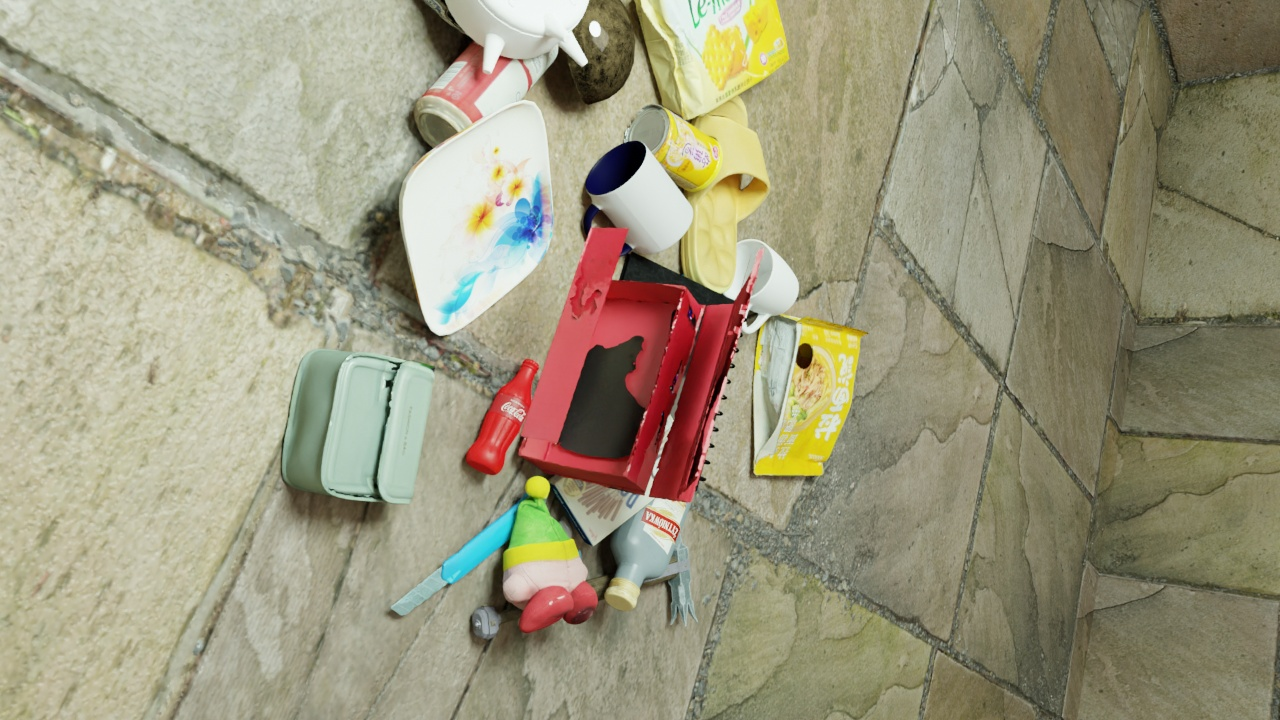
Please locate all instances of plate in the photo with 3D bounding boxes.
[{"bbox_3d":[-0.146,-0.130,0.833,0.186,0.016,0.187,-45,149,-37],"label":"plate"}]

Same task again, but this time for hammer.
[{"bbox_3d":[-0.053,0.244,0.992,0.316,0.028,0.147,-2,85,-48],"label":"hammer"}]

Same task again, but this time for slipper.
[{"bbox_3d":[0.107,-0.210,1.119,0.099,0.079,0.263,15,78,-44],"label":"slipper"}]

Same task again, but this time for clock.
[{"bbox_3d":[-0.106,-0.339,0.802,0.125,0.073,0.161,-18,89,-35],"label":"clock"}]

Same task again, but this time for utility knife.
[{"bbox_3d":[-0.157,0.179,0.881,0.208,0.015,0.031,-36,116,-46],"label":"utility knife"}]

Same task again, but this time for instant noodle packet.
[{"bbox_3d":[0.224,0.052,1.267,0.162,0.084,0.221,6,93,-46],"label":"instant noodle packet"}]

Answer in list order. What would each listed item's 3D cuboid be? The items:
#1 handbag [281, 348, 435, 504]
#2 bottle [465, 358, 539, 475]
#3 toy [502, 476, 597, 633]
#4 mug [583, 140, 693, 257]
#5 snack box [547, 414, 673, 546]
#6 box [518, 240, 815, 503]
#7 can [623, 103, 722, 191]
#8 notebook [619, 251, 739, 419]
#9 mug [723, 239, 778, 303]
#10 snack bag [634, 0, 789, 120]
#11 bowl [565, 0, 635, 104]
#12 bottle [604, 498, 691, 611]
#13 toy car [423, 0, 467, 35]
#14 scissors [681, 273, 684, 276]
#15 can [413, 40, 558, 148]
[{"bbox_3d":[-0.227,0.054,0.761,0.106,0.067,0.121,17,79,-49],"label":"handbag"},{"bbox_3d":[-0.130,0.052,0.892,0.036,0.036,0.118,44,59,-40],"label":"bottle"},{"bbox_3d":[-0.087,0.190,0.899,0.124,0.131,0.097,7,130,-50],"label":"toy"},{"bbox_3d":[-0.012,-0.164,0.996,0.112,0.078,0.097,-46,128,-3],"label":"mug"},{"bbox_3d":[-0.017,0.119,0.978,0.149,0.026,0.082,-36,106,-20],"label":"snack box"},{"bbox_3d":[0.033,0.020,0.869,0.124,0.316,0.210,30,69,-34],"label":"box"},{"bbox_3d":[0.039,-0.241,1.049,0.105,0.068,0.067,18,78,-47],"label":"can"},{"bbox_3d":[0.028,0.015,1.039,0.169,0.019,0.231,23,73,-24],"label":"notebook"},{"bbox_3d":[0.150,-0.085,1.169,0.087,0.081,0.114,25,75,-52],"label":"mug"},{"bbox_3d":[0.088,-0.398,1.098,0.246,0.068,0.160,-40,119,-40],"label":"snack bag"},{"bbox_3d":[-0.035,-0.326,0.931,0.121,0.056,0.121,-4,89,-78],"label":"bowl"},{"bbox_3d":[0.004,0.199,1.013,0.072,0.046,0.160,47,45,-23],"label":"bottle"},{"bbox_3d":[-0.182,-0.340,0.823,0.113,0.041,0.048,40,60,-21],"label":"toy car"},{"bbox_3d":[0.090,-0.074,1.154,0.140,0.014,0.090,-5,93,-45],"label":"scissors"},{"bbox_3d":[-0.138,-0.262,0.849,0.067,0.067,0.169,53,54,-35],"label":"can"}]
